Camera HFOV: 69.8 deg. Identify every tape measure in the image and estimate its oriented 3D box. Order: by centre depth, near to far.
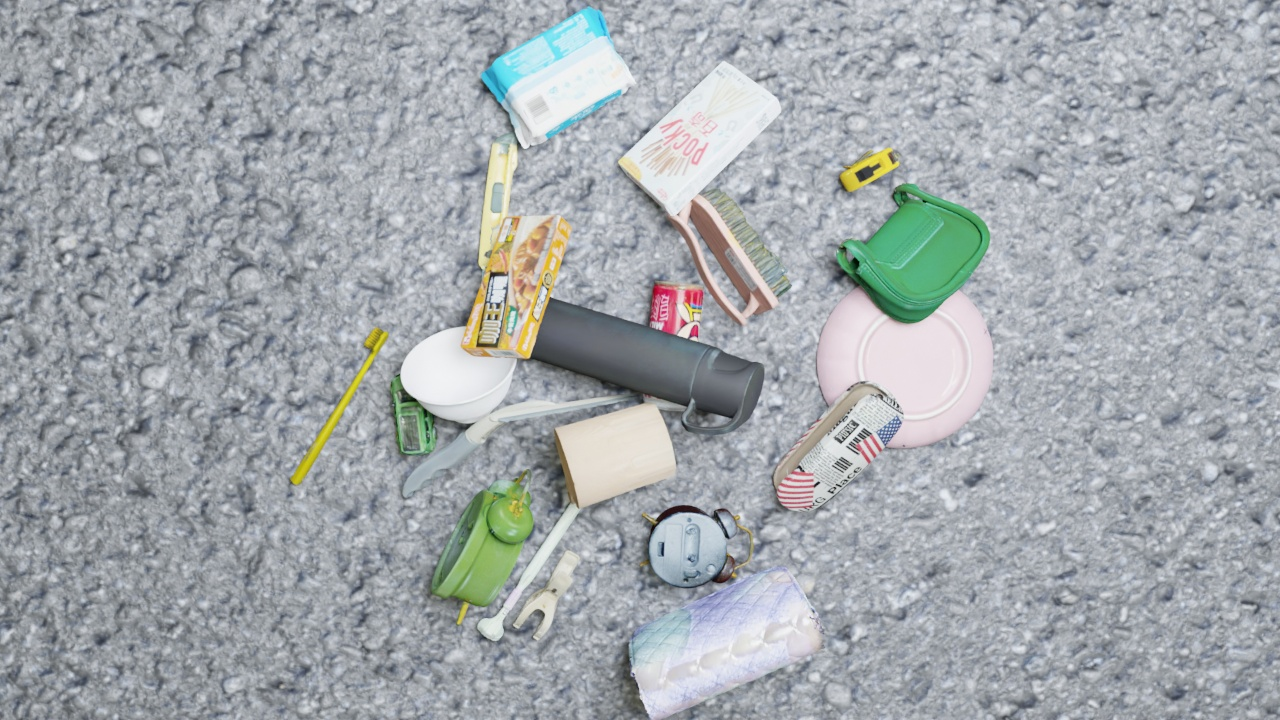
[{"bbox_3d":[0.236,-0.201,0.958,0.057,0.060,0.029,-30,95,6],"label":"tape measure"}]

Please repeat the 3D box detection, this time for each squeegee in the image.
[{"bbox_3d":[-0.161,0.081,0.937,0.247,0.246,0.039,-28,80,27],"label":"squeegee"}]

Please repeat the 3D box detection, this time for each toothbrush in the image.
[{"bbox_3d":[-0.323,0.048,0.979,0.016,0.015,0.190,31,92,1],"label":"toothbrush"},{"bbox_3d":[-0.114,0.220,0.994,0.029,0.020,0.189,34,91,-10],"label":"toothbrush"}]

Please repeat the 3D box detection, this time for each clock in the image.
[{"bbox_3d":[-0.155,0.182,0.944,0.056,0.116,0.161,29,95,-14],"label":"clock"},{"bbox_3d":[0.061,0.197,0.979,0.122,0.055,0.082,3,93,-3],"label":"clock"}]

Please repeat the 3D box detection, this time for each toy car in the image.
[{"bbox_3d":[-0.241,0.056,0.973,0.043,0.036,0.091,-6,90,0],"label":"toy car"}]

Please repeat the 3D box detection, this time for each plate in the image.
[{"bbox_3d":[0.288,0.001,0.981,0.192,0.039,0.192,0,93,-1],"label":"plate"}]

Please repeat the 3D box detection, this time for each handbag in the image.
[{"bbox_3d":[0.280,-0.112,0.941,0.120,0.068,0.131,41,74,11],"label":"handbag"},{"bbox_3d":[0.087,0.290,0.946,0.194,0.134,0.075,-24,93,1],"label":"handbag"}]

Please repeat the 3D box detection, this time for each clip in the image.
[{"bbox_3d":[-0.100,0.254,0.988,0.034,0.060,0.097,30,103,-2],"label":"clip"}]

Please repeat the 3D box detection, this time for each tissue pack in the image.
[{"bbox_3d":[-0.082,-0.290,0.942,0.140,0.063,0.090,-30,95,1],"label":"tissue pack"}]

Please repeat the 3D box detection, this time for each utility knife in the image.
[{"bbox_3d":[-0.152,-0.155,0.975,0.031,0.019,0.178,7,98,4],"label":"utility knife"}]

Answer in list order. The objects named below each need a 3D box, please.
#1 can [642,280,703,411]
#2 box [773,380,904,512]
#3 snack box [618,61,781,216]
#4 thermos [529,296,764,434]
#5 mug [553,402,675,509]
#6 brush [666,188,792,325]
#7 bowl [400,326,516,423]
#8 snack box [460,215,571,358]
[{"bbox_3d":[0.034,-0.015,0.966,0.053,0.053,0.133,6,93,-2],"label":"can"},{"bbox_3d":[0.207,0.099,0.951,0.075,0.077,0.164,38,108,-9],"label":"box"},{"bbox_3d":[0.060,-0.230,0.948,0.157,0.027,0.084,-44,59,1],"label":"snack box"},{"bbox_3d":[-0.005,0.005,0.907,0.243,0.068,0.089,18,56,22],"label":"thermos"},{"bbox_3d":[-0.026,0.104,0.937,0.103,0.125,0.084,-16,62,-10],"label":"mug"},{"bbox_3d":[0.090,-0.111,0.957,0.073,0.063,0.145,-36,93,-10],"label":"brush"},{"bbox_3d":[-0.181,0.026,0.950,0.118,0.118,0.065,-8,131,-1],"label":"bowl"},{"bbox_3d":[-0.125,-0.076,0.929,0.075,0.026,0.153,3,67,32],"label":"snack box"}]
